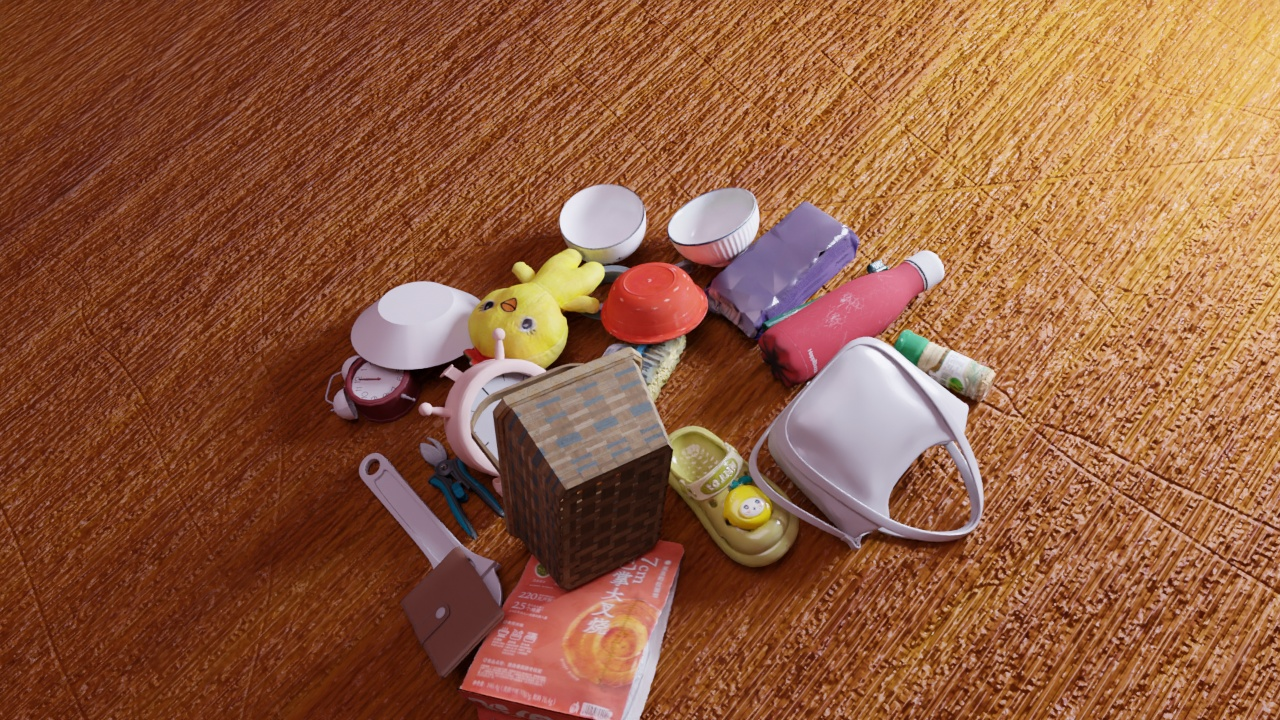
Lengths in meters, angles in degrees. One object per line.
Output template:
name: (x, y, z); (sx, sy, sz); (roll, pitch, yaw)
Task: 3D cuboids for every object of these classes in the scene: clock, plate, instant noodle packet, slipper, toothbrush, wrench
clock: (-0.329, 0.032, 1.136); (0.124, 0.044, 0.087); (-2, 56, 8)
plate: (-0.281, -0.058, 1.160); (0.174, 0.036, 0.173); (-1, 39, 1)
instant noodle packet: (-0.060, 0.261, 0.921); (0.164, 0.084, 0.220); (5, 49, 19)
slipper: (0.089, 0.128, 0.972); (0.091, 0.082, 0.190); (-35, 54, -16)
clock: (-0.154, 0.065, 1.032); (0.130, 0.160, 0.086); (-49, 16, -21)
toothbrush: (0.223, -0.079, 1.103); (0.189, 0.016, 0.017); (-26, 75, -20)
wrench: (-0.244, 0.198, 1.020); (0.086, 0.018, 0.273); (-47, 57, -8)

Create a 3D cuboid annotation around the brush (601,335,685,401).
brush: (-0.006, 0.006, 1.085); (0.075, 0.055, 0.135); (25, 63, 19)

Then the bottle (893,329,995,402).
bottle: (0.338, 0.006, 1.030); (0.111, 0.043, 0.043); (29, 66, 25)

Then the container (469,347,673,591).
container: (-0.071, 0.088, 0.912); (0.157, 0.250, 0.186); (-22, 57, -20)

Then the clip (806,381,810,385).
clip: (0.238, 0.028, 1.046); (0.102, 0.054, 0.057); (-6, 90, 6)

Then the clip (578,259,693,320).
clip: (-0.010, -0.076, 1.160); (0.163, 0.028, 0.106); (-8, 57, 6)

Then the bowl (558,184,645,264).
bowl: (-0.046, -0.171, 1.208); (0.113, 0.063, 0.113); (-5, 56, 7)

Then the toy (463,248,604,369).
toy: (-0.129, -0.056, 1.123); (0.134, 0.092, 0.207); (28, 72, 30)

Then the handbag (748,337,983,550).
handbag: (0.250, 0.108, 0.956); (0.222, 0.096, 0.215); (43, 80, 9)

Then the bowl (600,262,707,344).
bowl: (0.014, -0.077, 1.092); (0.130, 0.045, 0.130); (-7, 40, 5)

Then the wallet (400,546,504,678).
wallet: (-0.194, 0.252, 0.932); (0.087, 0.013, 0.121); (-45, 40, -6)

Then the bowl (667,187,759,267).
bowl: (0.099, -0.160, 1.165); (0.118, 0.062, 0.117); (-18, 37, 14)

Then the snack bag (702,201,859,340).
snack bag: (0.171, -0.114, 1.132); (0.205, 0.058, 0.096); (-41, 60, -17)

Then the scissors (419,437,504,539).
scissors: (-0.211, 0.146, 1.052); (0.131, 0.019, 0.149); (2, 58, 11)

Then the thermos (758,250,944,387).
thermos: (0.252, -0.056, 1.069); (0.239, 0.073, 0.073); (-31, 56, -11)
